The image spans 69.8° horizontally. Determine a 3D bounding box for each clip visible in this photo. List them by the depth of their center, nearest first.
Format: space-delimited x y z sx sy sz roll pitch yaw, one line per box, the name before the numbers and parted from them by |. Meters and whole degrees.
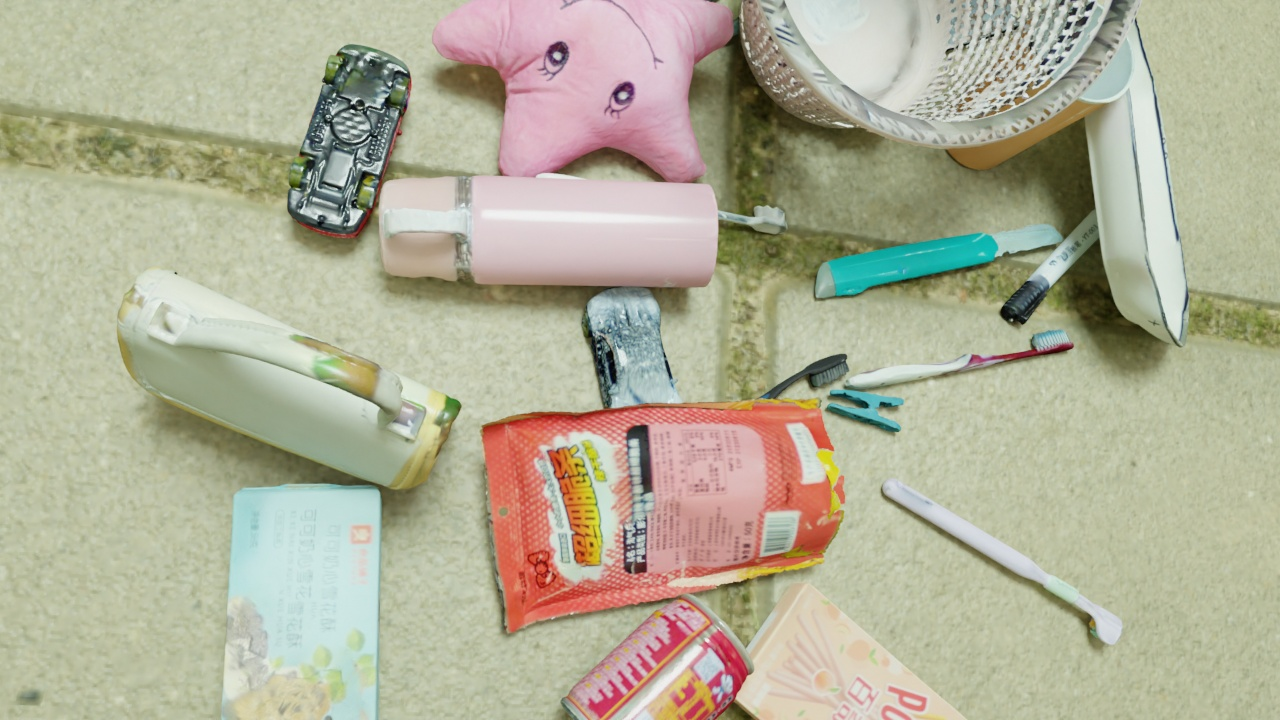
clip | 0.152 0.031 0.620 0.057 0.015 0.048 12 76 -13

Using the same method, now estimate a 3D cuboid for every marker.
marker | 0.314 -0.072 0.685 0.130 0.018 0.022 -41 81 -19

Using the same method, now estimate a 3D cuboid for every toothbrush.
toothbrush | 0.060 0.039 0.595 0.189 0.014 0.016 -26 110 -18
toothbrush | 0.018 -0.106 0.607 0.180 0.016 0.016 7 66 -21
toothbrush | 0.242 0.132 0.617 0.189 0.021 0.029 33 33 -3
toothbrush | 0.227 -0.001 0.647 0.187 0.016 0.017 -9 71 -17

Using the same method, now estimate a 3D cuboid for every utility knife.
utility knife | 0.217 -0.074 0.662 0.209 0.013 0.029 -12 78 -14

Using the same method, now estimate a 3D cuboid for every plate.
plate | 0.359 -0.139 0.673 0.161 0.034 0.265 13 71 -51

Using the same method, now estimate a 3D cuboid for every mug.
mug | 0.269 -0.187 0.645 0.078 0.123 0.078 4 76 -15

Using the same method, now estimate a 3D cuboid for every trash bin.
trash bin | 0.154 -0.236 0.572 0.227 0.192 0.227 -1 95 -7

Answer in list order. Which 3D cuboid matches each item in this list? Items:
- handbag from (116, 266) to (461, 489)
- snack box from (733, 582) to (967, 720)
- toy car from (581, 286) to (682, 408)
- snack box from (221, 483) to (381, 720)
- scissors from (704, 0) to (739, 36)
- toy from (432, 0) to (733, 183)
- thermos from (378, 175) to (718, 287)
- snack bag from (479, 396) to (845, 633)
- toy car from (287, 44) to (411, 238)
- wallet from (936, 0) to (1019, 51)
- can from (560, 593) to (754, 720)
handbag | -0.173 0.011 0.453 0.163 0.179 0.063 24 77 -10
snack box | 0.133 0.218 0.563 0.157 0.026 0.084 41 71 -2
toy car | -0.003 0.003 0.577 0.049 0.031 0.105 -11 81 -16
snack box | -0.176 0.154 0.484 0.074 0.052 0.174 0 77 -14
scissors | 0.017 -0.260 0.652 0.169 0.019 0.177 33 70 -6
toy | -0.032 -0.180 0.590 0.194 0.074 0.178 32 93 -18
thermos | -0.054 -0.078 0.550 0.198 0.087 0.067 1 92 -11
snack bag | 0.014 0.084 0.544 0.207 0.073 0.128 -6 100 -13
toy car | -0.176 -0.132 0.556 0.053 0.045 0.120 17 78 -12
wallet | 0.229 -0.286 0.715 0.120 0.019 0.097 -22 84 -17
can | 0.011 0.185 0.517 0.093 0.067 0.066 -39 89 -20
